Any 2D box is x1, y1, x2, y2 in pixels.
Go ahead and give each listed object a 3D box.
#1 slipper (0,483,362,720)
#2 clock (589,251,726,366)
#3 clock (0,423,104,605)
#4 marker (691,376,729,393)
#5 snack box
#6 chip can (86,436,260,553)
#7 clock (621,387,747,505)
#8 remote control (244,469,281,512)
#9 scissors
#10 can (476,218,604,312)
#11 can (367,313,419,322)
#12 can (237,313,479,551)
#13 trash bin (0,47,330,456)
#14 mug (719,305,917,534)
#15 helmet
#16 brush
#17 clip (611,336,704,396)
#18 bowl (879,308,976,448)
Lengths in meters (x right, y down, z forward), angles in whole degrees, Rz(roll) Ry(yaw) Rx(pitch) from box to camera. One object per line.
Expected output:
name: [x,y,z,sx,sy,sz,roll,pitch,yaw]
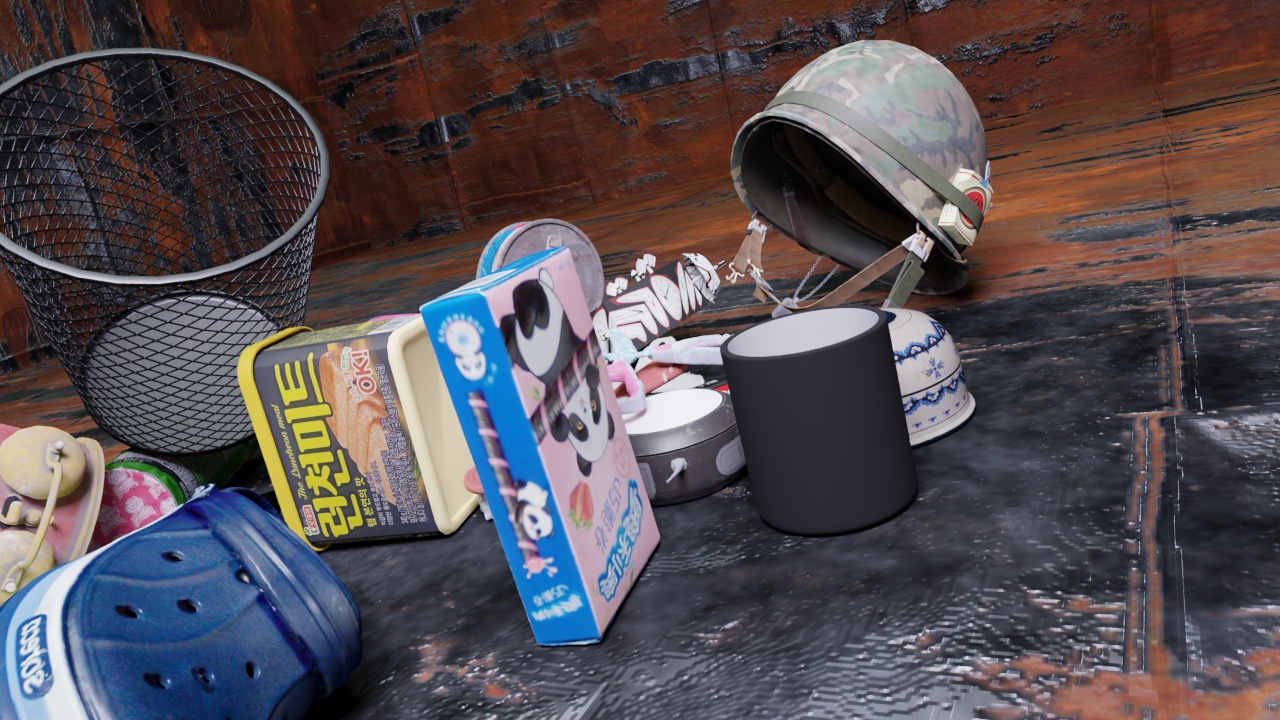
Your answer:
slipper: [-0.163,0.101,0.364,0.095,0.105,0.253,-24,13,-9]
clock: [0.007,-0.052,0.787,0.154,0.065,0.115,-33,1,-28]
clock: [-0.379,0.091,0.538,0.159,0.117,0.081,-10,-25,40]
marker: [0.058,0.020,0.624,0.145,0.023,0.021,-18,38,-15]
snack box: [-0.037,0.034,0.402,0.033,0.154,0.087,-11,14,22]
chip can: [-0.354,0.080,0.708,0.075,0.075,0.223,-16,14,-4]
clock: [0.021,0.043,0.531,0.091,0.044,0.122,-3,18,39]
remote control: [-0.275,0.105,0.654,0.034,0.013,0.150,-16,14,-4]
scissors: [0.011,-0.002,0.585,0.168,0.014,0.170,-11,15,-4]
can: [-0.103,-0.080,0.953,0.129,0.130,0.044,-24,17,-34]
can: [-0.181,0.002,0.801,0.166,0.088,0.088,0,20,45]
can: [-0.162,0.042,0.549,0.101,0.131,0.072,-8,16,16]
trash bin: [-0.296,-0.053,0.585,0.183,0.184,0.211,-24,-25,-32]
mug: [0.080,0.024,0.456,0.078,0.088,0.113,-18,15,-14]
helmet: [0.170,-0.120,0.720,0.236,0.224,0.193,-46,31,-16]
brush: [-0.032,0.045,0.571,0.172,0.030,0.041,-31,25,-30]
clip: [0.016,0.014,0.710,0.102,0.041,0.054,-4,36,34]
bowl: [0.130,0.006,0.533,0.115,0.059,0.115,-14,14,3]
